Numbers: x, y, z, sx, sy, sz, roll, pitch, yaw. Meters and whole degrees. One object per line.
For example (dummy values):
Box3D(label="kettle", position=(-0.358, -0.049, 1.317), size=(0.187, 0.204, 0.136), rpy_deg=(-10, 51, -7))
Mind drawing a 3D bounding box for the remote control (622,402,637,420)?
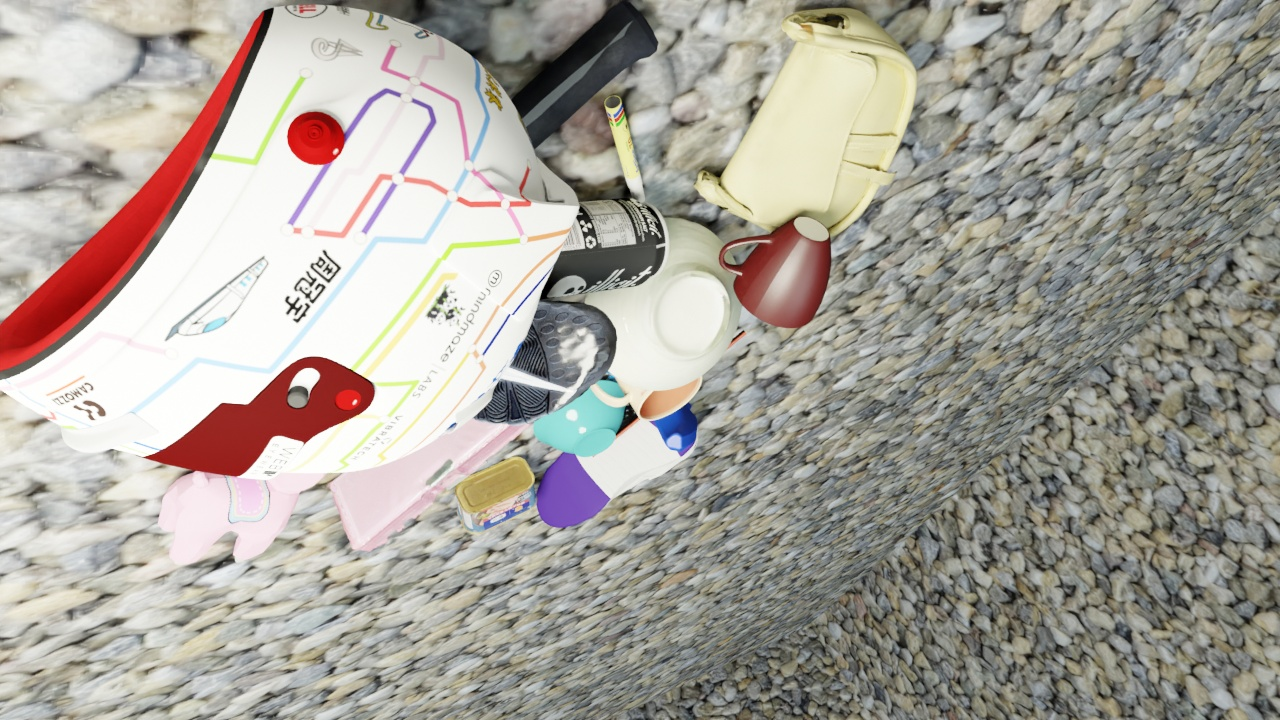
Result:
Box3D(label="remote control", position=(-0.033, 0.062, 1.159), size=(0.140, 0.021, 0.045), rpy_deg=(-19, 147, -16))

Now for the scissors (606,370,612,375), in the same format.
Box3D(label="scissors", position=(-0.008, 0.015, 1.084), size=(0.061, 0.023, 0.126), rpy_deg=(-40, 149, 22))

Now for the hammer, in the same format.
Box3D(label="hammer", position=(-0.115, -0.151, 0.701), size=(0.313, 0.035, 0.139), rpy_deg=(-38, 151, 9))

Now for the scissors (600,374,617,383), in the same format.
Box3D(label="scissors", position=(-0.035, 0.018, 1.094), size=(0.130, 0.014, 0.116), rpy_deg=(-11, 149, -30))

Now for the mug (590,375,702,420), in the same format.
Box3D(label="mug", position=(-0.006, 0.006, 1.000), size=(0.111, 0.104, 0.085), rpy_deg=(-21, 150, -21))

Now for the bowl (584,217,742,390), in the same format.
Box3D(label="bowl", position=(0.037, -0.049, 0.898), size=(0.176, 0.058, 0.177), rpy_deg=(-6, 105, -24))

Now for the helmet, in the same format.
Box3D(label="helmet", position=(-0.187, -0.046, 0.551), size=(0.315, 0.231, 0.236), rpy_deg=(-46, 124, 7))

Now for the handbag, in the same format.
Box3D(label="handbag", position=(0.162, -0.209, 0.849), size=(0.190, 0.088, 0.233), rpy_deg=(-9, 145, -34))

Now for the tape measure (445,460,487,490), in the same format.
Box3D(label="tape measure", position=(-0.215, 0.122, 1.057), size=(0.060, 0.020, 0.062), rpy_deg=(-35, 153, 4))

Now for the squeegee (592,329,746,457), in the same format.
Box3D(label="squeegee", position=(0.040, 0.070, 1.071), size=(0.249, 0.055, 0.184), rpy_deg=(-39, -172, 9))

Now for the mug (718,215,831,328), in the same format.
Box3D(label="mug", position=(0.132, -0.095, 0.878), size=(0.114, 0.087, 0.089), rpy_deg=(14, 133, -10))

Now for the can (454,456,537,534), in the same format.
Box3D(label="can", position=(-0.179, 0.167, 1.135), size=(0.099, 0.054, 0.059), rpy_deg=(-24, 151, -19))

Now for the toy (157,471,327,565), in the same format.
Box3D(label="toy", position=(-0.360, 0.119, 0.846), size=(0.158, 0.067, 0.123), rpy_deg=(-48, 149, 18))

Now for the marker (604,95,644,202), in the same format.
Box3D(label="marker", position=(-0.012, -0.177, 0.790), size=(0.014, 0.014, 0.132), rpy_deg=(-31, 153, -5))

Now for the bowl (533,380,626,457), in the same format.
Box3D(label="bowl", position=(-0.063, 0.082, 1.098), size=(0.121, 0.046, 0.121), rpy_deg=(-19, 145, -14))

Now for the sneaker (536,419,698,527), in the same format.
Box3D(label="sneaker", position=(-0.027, 0.139, 1.234), size=(0.244, 0.092, 0.111), rpy_deg=(-31, 170, 11))

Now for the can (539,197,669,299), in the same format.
Box3D(label="can", position=(-0.053, -0.098, 0.800), size=(0.145, 0.080, 0.080), rpy_deg=(-11, 146, -35))

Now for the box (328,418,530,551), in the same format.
Box3D(label="box", position=(-0.199, 0.104, 0.965), size=(0.233, 0.099, 0.112), rpy_deg=(-40, 148, 10))

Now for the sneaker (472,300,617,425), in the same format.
Box3D(label="sneaker", position=(-0.099, -0.005, 0.810), size=(0.253, 0.097, 0.150), rpy_deg=(-6, -172, 35))
